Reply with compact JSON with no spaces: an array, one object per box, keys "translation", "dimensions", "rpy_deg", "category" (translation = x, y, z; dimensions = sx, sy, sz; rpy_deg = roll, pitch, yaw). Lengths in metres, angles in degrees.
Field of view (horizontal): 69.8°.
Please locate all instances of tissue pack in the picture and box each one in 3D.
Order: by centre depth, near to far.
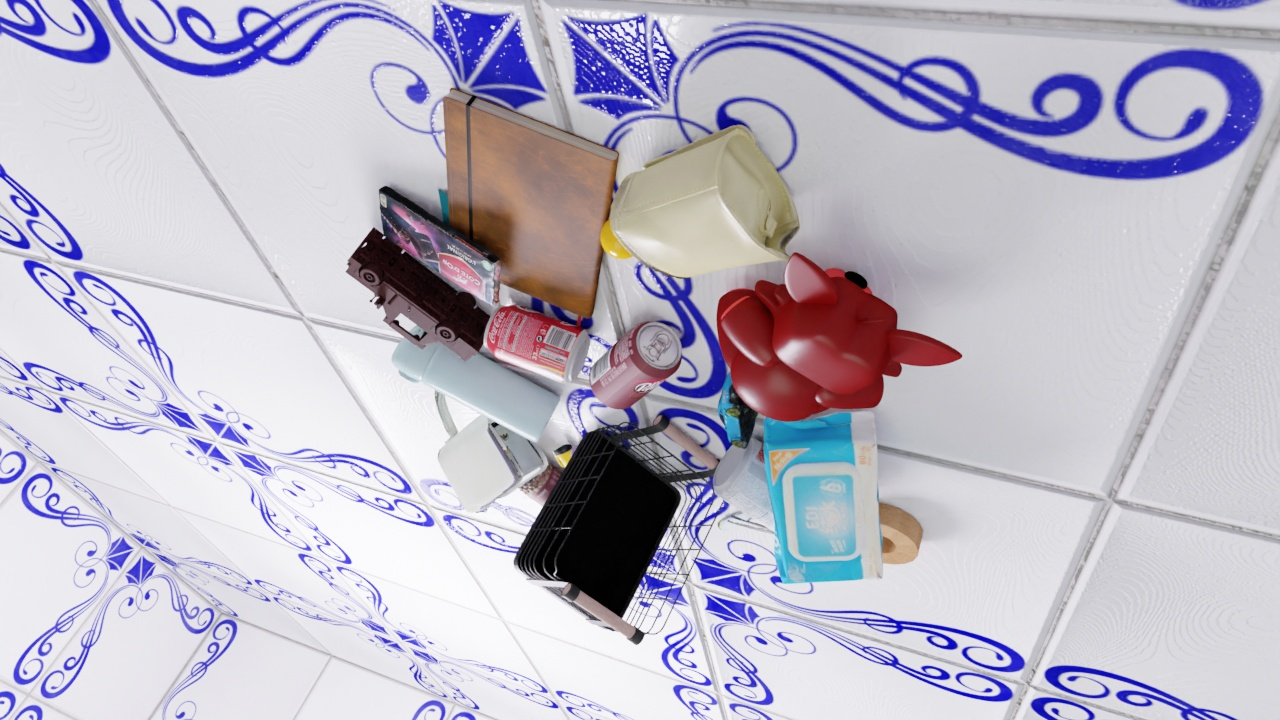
[{"translation":[0.192,0.142,0.958],"dimensions":[0.117,0.065,0.209],"rpy_deg":[-4,114,11],"category":"tissue pack"}]

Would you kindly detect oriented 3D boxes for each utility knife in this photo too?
[{"translation":[-0.075,0.172,1.284],"dimensions":[0.030,0.017,0.175],"rpy_deg":[-20,130,12],"category":"utility knife"}]

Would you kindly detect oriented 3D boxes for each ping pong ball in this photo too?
[{"translation":[-0.016,-0.112,0.834],"dimensions":[0.040,0.040,0.040],"rpy_deg":[18,146,12],"category":"ping pong ball"}]

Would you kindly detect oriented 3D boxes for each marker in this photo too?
[{"translation":[0.144,0.196,1.174],"dimensions":[0.017,0.017,0.147],"rpy_deg":[35,147,-13],"category":"marker"}]

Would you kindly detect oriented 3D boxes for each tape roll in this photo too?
[{"translation":[0.282,0.203,1.079],"dimensions":[0.094,0.027,0.094],"rpy_deg":[18,146,12],"category":"tape roll"}]

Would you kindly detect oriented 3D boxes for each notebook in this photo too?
[{"translation":[-0.118,-0.139,0.890],"dimensions":[0.178,0.014,0.250],"rpy_deg":[22,147,5],"category":"notebook"}]

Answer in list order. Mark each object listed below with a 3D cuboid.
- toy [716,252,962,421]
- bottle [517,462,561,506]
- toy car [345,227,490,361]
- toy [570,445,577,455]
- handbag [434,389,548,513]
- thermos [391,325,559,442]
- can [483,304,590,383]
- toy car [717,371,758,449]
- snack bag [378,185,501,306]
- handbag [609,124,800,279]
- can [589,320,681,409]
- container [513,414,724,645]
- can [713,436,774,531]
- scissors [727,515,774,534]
[{"translation":[0.152,-0.020,0.777],"dimensions":[0.158,0.120,0.198],"rpy_deg":[33,156,-6],"category":"toy"},{"translation":[-0.133,0.177,1.301],"dimensions":[0.105,0.056,0.056],"rpy_deg":[39,145,-19],"category":"bottle"},{"translation":[-0.251,-0.068,1.028],"dimensions":[0.170,0.070,0.062],"rpy_deg":[39,133,-18],"category":"toy car"},{"translation":[-0.052,0.153,1.212],"dimensions":[0.099,0.036,0.080],"rpy_deg":[41,-179,-17],"category":"toy"},{"translation":[-0.213,0.100,1.232],"dimensions":[0.152,0.073,0.176],"rpy_deg":[-38,83,43],"category":"handbag"},{"translation":[-0.204,0.026,1.131],"dimensions":[0.207,0.065,0.078],"rpy_deg":[28,113,-3],"category":"thermos"},{"translation":[-0.113,-0.020,1.007],"dimensions":[0.105,0.064,0.064],"rpy_deg":[20,147,9],"category":"can"},{"translation":[0.102,0.052,0.974],"dimensions":[0.032,0.048,0.105],"rpy_deg":[10,144,23],"category":"toy car"},{"translation":[-0.208,-0.119,0.951],"dimensions":[0.155,0.018,0.075],"rpy_deg":[32,147,11],"category":"snack bag"},{"translation":[0.053,-0.119,0.749],"dimensions":[0.119,0.081,0.111],"rpy_deg":[-11,139,41],"category":"handbag"},{"translation":[-0.006,0.006,0.969],"dimensions":[0.063,0.063,0.114],"rpy_deg":[34,146,-11],"category":"can"},{"translation":[-0.019,0.200,1.100],"dimensions":[0.163,0.240,0.131],"rpy_deg":[39,153,-19],"category":"container"},{"translation":[0.156,0.152,1.048],"dimensions":[0.136,0.078,0.078],"rpy_deg":[33,147,-11],"category":"can"},{"translation":[0.188,0.218,1.138],"dimensions":[0.141,0.014,0.172],"rpy_deg":[28,163,-39],"category":"scissors"}]
